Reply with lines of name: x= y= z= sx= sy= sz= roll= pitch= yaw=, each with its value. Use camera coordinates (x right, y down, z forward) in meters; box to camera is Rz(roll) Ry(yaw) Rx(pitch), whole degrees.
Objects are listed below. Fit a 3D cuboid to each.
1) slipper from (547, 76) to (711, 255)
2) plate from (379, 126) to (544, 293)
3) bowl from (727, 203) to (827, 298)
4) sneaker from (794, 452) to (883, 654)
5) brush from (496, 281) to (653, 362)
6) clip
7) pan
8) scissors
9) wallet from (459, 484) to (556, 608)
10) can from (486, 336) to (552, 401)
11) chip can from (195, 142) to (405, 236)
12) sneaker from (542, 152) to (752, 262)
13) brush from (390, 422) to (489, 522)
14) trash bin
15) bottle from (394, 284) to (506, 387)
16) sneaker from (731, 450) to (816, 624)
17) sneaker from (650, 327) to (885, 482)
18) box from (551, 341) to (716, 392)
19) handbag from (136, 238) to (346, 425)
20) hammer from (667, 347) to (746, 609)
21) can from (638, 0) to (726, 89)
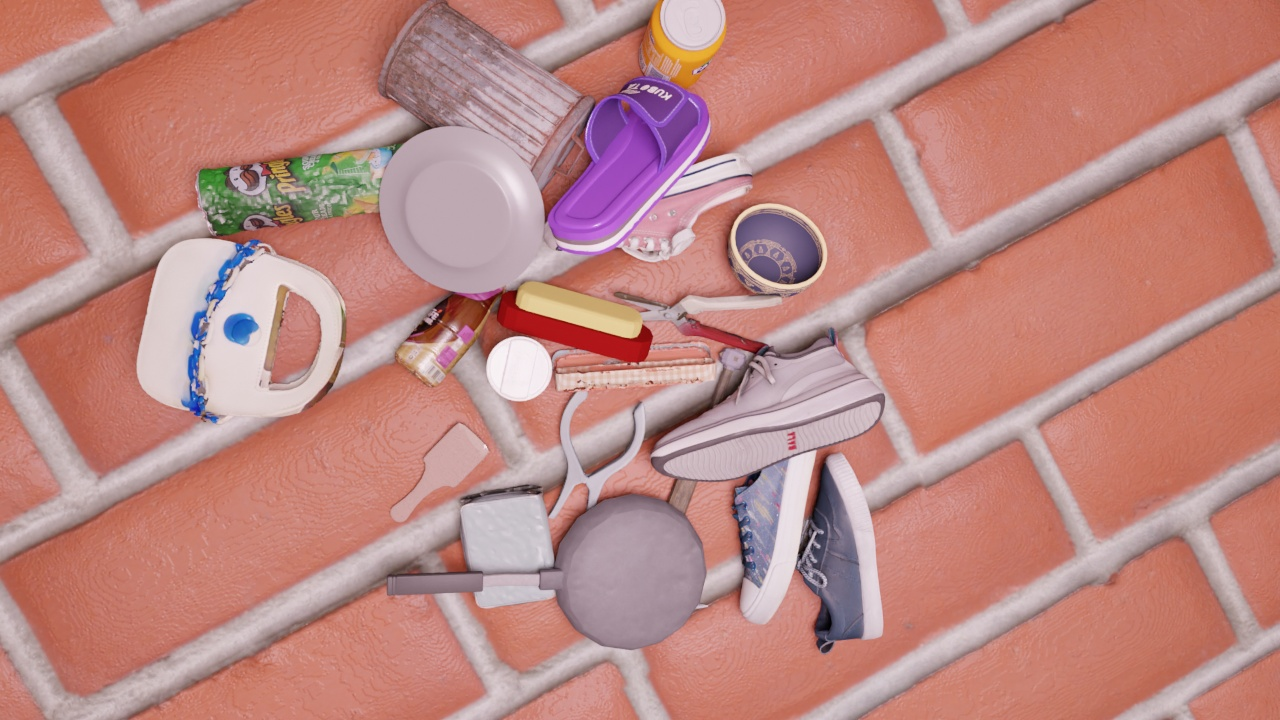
slipper: x=-0.012 y=-0.227 z=0.950 sx=0.107 sy=0.084 sz=0.265 roll=12 pitch=52 yaw=29
plate: x=-0.189 y=-0.153 z=0.960 sx=0.178 sy=0.012 sz=0.179 roll=3 pitch=114 yaw=7
bowl: x=0.149 y=-0.116 z=1.050 sx=0.112 sy=0.061 sz=0.112 roll=5 pitch=63 yaw=-10
sneaker: x=0.222 y=0.224 z=1.066 sx=0.087 sy=0.089 sz=0.235 roll=-9 pitch=97 yaw=-2
brush: x=-0.070 y=-0.047 z=1.015 sx=0.173 sy=0.082 sz=0.042 roll=15 pitch=108 yaw=-3
clip: x=-0.029 y=0.118 z=1.061 sx=0.141 sy=0.029 sz=0.171 roll=11 pitch=91 yaw=-5
pan: x=-0.093 y=0.240 z=1.003 sx=0.357 sy=0.041 sz=0.178 roll=1 pitch=95 yaw=-15
scissors: x=0.075 y=-0.050 z=1.047 sx=0.193 sy=0.180 sz=0.015 roll=36 pitch=45 yaw=-31
wallet: x=-0.148 y=0.210 z=1.039 sx=0.100 sy=0.054 sz=0.131 roll=-7 pitch=95 yaw=2
can: x=-0.131 y=0.007 z=0.998 sx=0.067 sy=0.121 sz=0.067 roll=0 pitch=92 yaw=-7
chip can: x=-0.353 y=-0.185 z=0.992 sx=0.223 sy=0.075 sz=0.075 roll=-9 pitch=93 yaw=-6
sneaker: x=0.012 y=-0.151 z=1.009 sx=0.241 sy=0.118 sz=0.088 roll=-16 pitch=88 yaw=9
brush: x=-0.234 y=0.132 z=1.047 sx=0.050 sy=0.015 sz=0.136 roll=44 pitch=93 yaw=-5
trash bin: x=-0.156 y=-0.274 z=0.983 sx=0.211 sy=0.131 sz=0.131 roll=34 pitch=88 yaw=-5
bottle: x=-0.199 y=-0.049 z=1.022 sx=0.059 sy=0.060 sz=0.166 roll=40 pitch=79 yaw=-6
sneaker: x=0.141 y=0.184 z=1.056 sx=0.079 sy=0.087 sz=0.235 roll=14 pitch=87 yaw=-1
sneaker: x=0.128 y=0.048 z=1.024 sx=0.263 sy=0.097 sz=0.128 roll=-20 pitch=52 yaw=3
box: x=-0.006 y=0.008 z=1.041 sx=0.187 sy=0.083 sz=0.043 roll=-4 pitch=106 yaw=-8
handbag: x=-0.421 y=-0.029 z=0.985 sx=0.199 sy=0.093 sz=0.200 roll=9 pitch=90 yaw=-14
hammer: x=0.060 y=0.136 z=1.072 sx=0.147 sy=0.028 sz=0.317 roll=21 pitch=90 yaw=-13
can: x=0.045 y=-0.348 z=0.996 sx=0.079 sy=0.142 sz=0.079 roll=0 pitch=92 yaw=-7
